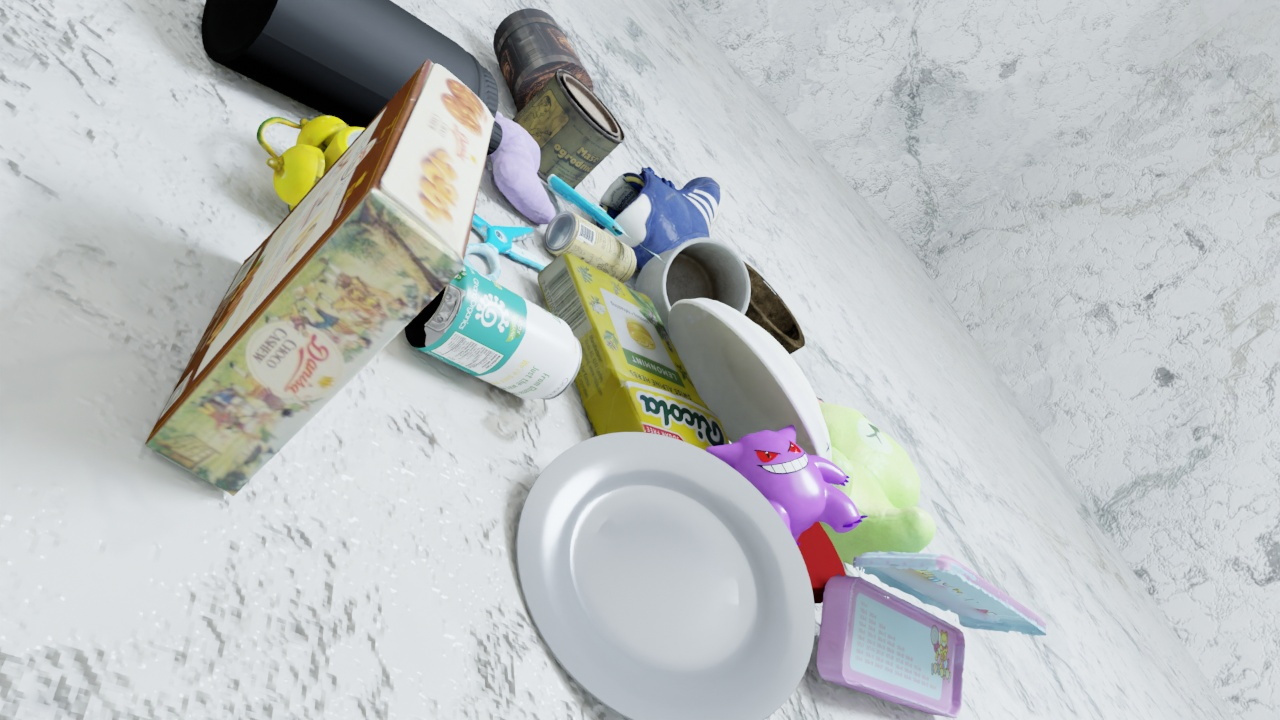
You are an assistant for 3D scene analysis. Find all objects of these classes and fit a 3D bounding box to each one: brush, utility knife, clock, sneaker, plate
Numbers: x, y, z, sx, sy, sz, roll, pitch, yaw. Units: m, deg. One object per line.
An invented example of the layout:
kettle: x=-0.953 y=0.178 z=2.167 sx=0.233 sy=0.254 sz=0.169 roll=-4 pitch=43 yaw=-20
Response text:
brush: x=0.082 y=0.133 z=0.644 sx=0.173 sy=0.042 sz=0.082 roll=19 pitch=37 yaw=-52
utility knife: x=-0.031 y=-0.122 z=0.806 sx=0.167 sy=0.015 sz=0.022 roll=41 pitch=2 yaw=35
clock: x=-0.163 y=-0.096 z=0.523 sx=0.118 sy=0.057 sz=0.083 roll=32 pitch=27 yaw=-20
sneaker: x=0.014 y=-0.155 z=0.931 sx=0.118 sy=0.092 sz=0.232 roll=38 pitch=33 yaw=-22
plate: x=0.090 y=0.023 z=0.712 sx=0.182 sy=0.034 sz=0.182 roll=50 pitch=-16 yaw=19
plate: x=0.016 y=0.117 z=0.504 sx=0.178 sy=0.012 sz=0.178 roll=16 pitch=46 yaw=-18

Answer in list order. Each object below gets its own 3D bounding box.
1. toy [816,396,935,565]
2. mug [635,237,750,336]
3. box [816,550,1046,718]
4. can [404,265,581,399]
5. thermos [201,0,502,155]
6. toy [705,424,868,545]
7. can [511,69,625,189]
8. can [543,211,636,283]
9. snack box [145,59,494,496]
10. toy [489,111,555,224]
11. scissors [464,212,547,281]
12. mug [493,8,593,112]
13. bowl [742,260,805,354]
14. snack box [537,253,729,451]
toy: x=0.185 y=0.110 z=0.816 sx=0.150 sy=0.107 sz=0.196 roll=35 pitch=12 yaw=6
mug: x=0.048 y=-0.047 z=0.804 sx=0.071 sy=0.084 sz=0.113 roll=-5 pitch=-76 yaw=67
box: x=0.222 y=0.208 z=0.670 sx=0.214 sy=0.091 sz=0.090 roll=33 pitch=61 yaw=-43
can: x=-0.086 y=-0.015 z=0.542 sx=0.101 sy=0.055 sz=0.055 roll=30 pitch=29 yaw=-41
thermos: x=-0.177 y=-0.196 z=0.618 sx=0.198 sy=0.086 sz=0.086 roll=19 pitch=38 yaw=-53
toy: x=0.089 y=0.084 z=0.601 sx=0.105 sy=0.056 sz=0.088 roll=-12 pitch=64 yaw=-27
can: x=-0.070 y=-0.219 z=0.876 sx=0.090 sy=0.075 sz=0.089 roll=41 pitch=23 yaw=-22
can: x=-0.041 y=-0.094 z=0.779 sx=0.079 sy=0.038 sz=0.038 roll=26 pitch=32 yaw=-46
snack box: x=-0.126 y=-0.041 z=0.380 sx=0.041 sy=0.147 sz=0.143 roll=39 pitch=24 yaw=-27
toy: x=-0.101 y=-0.160 z=0.778 sx=0.080 sy=0.036 sz=0.099 roll=42 pitch=26 yaw=-45
scissors: x=-0.116 y=-0.100 z=0.682 sx=0.118 sy=0.013 sz=0.139 roll=51 pitch=24 yaw=2
mug: x=-0.099 y=-0.290 z=0.957 sx=0.116 sy=0.080 sz=0.107 roll=69 pitch=-3 yaw=-54
bowl: x=0.115 y=-0.046 z=0.979 sx=0.121 sy=0.056 sz=0.121 roll=41 pitch=23 yaw=-22
snack box: x=-0.004 y=0.004 z=0.682 sx=0.121 sy=0.045 sz=0.180 roll=25 pitch=33 yaw=-48
